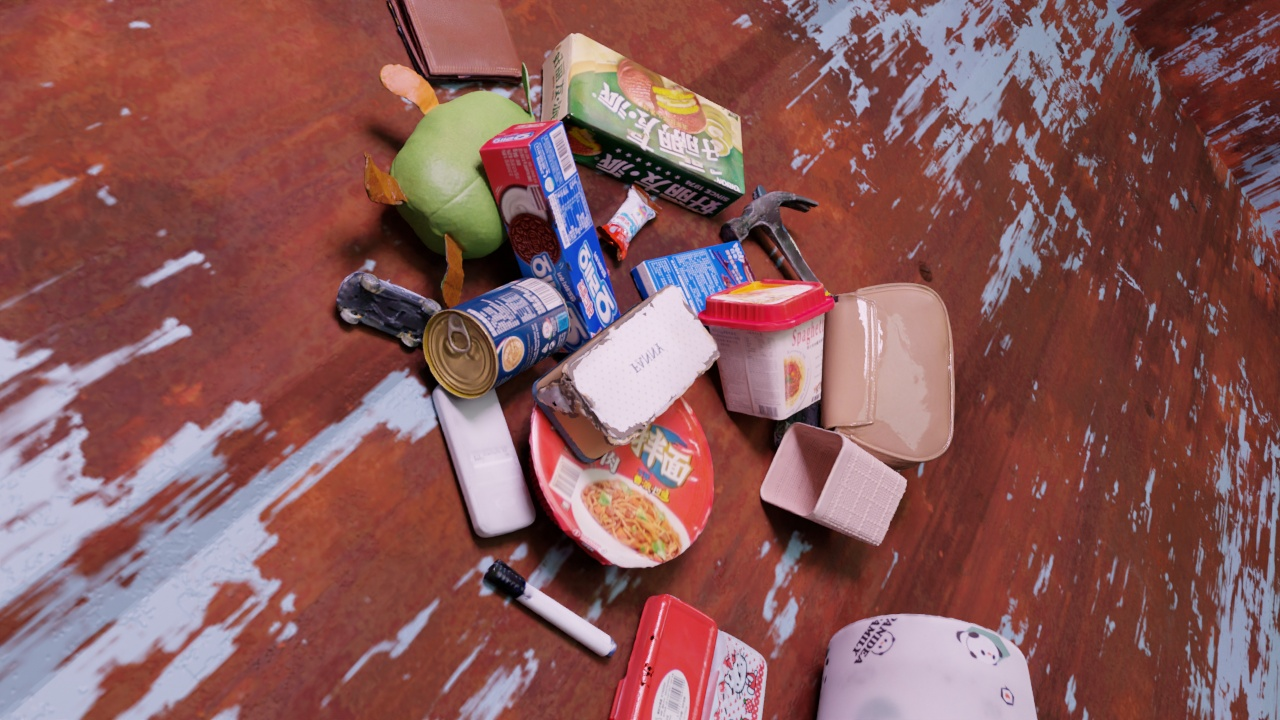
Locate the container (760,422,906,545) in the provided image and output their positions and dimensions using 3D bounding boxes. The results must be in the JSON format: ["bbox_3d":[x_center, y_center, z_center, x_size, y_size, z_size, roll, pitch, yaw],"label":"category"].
[{"bbox_3d":[0.202,0.131,0.948,0.111,0.090,0.090,29,82,-29],"label":"container"}]

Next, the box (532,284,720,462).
[{"bbox_3d":[-0.005,0.005,0.791,0.090,0.060,0.183,55,45,-3],"label":"box"}]

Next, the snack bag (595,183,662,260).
[{"bbox_3d":[-0.013,-0.147,0.969,0.045,0.026,0.105,42,47,-10],"label":"snack bag"}]

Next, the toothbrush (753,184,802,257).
[{"bbox_3d":[0.188,-0.130,1.129,0.016,0.018,0.191,-29,90,-40],"label":"toothbrush"}]

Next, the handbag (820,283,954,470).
[{"bbox_3d":[0.268,0.017,1.020,0.147,0.100,0.204,10,72,-11],"label":"handbag"}]

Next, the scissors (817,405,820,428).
[{"bbox_3d":[0.262,0.033,1.073,0.139,0.019,0.179,32,70,-17],"label":"scissors"}]

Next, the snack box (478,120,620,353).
[{"bbox_3d":[-0.074,-0.103,0.811,0.057,0.058,0.208,-52,135,-45],"label":"snack box"}]

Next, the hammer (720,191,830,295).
[{"bbox_3d":[0.230,-0.061,1.103,0.126,0.032,0.323,-39,98,-25],"label":"hammer"}]

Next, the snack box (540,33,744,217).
[{"bbox_3d":[0.006,-0.254,1.011,0.239,0.063,0.114,17,60,-32],"label":"snack box"}]

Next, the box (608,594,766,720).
[{"bbox_3d":[0.045,0.317,0.778,0.157,0.038,0.200,33,51,-22],"label":"box"}]

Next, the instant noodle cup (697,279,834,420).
[{"bbox_3d":[0.133,-0.012,0.950,0.116,0.117,0.124,-22,113,-42],"label":"instant noodle cup"}]

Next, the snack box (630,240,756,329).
[{"bbox_3d":[0.067,-0.077,0.997,0.156,0.026,0.084,-18,81,-42],"label":"snack box"}]

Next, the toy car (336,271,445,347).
[{"bbox_3d":[-0.205,-0.044,0.756,0.090,0.043,0.034,22,29,-32],"label":"toy car"}]

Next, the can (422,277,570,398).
[{"bbox_3d":[-0.118,-0.022,0.777,0.075,0.075,0.110,57,36,-1],"label":"can"}]

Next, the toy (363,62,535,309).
[{"bbox_3d":[-0.155,-0.164,0.820,0.227,0.090,0.246,56,39,-25],"label":"toy"}]

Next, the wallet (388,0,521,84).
[{"bbox_3d":[-0.180,-0.325,0.922,0.124,0.032,0.101,-16,82,-42],"label":"wallet"}]

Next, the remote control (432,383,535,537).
[{"bbox_3d":[-0.131,0.079,0.766,0.055,0.020,0.136,-9,72,-42],"label":"remote control"}]

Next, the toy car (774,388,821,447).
[{"bbox_3d":[0.172,0.060,1.010,0.049,0.031,0.105,36,53,-24],"label":"toy car"}]

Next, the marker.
[{"bbox_3d":[-0.072,0.205,0.754,0.130,0.018,0.022,38,41,-18],"label":"marker"}]

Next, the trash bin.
[{"bbox_3d":[0.247,0.378,0.795,0.229,0.230,0.251,34,45,-21],"label":"trash bin"}]

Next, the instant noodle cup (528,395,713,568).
[{"bbox_3d":[-0.028,0.092,0.812,0.193,0.066,0.193,19,57,-32],"label":"instant noodle cup"}]
